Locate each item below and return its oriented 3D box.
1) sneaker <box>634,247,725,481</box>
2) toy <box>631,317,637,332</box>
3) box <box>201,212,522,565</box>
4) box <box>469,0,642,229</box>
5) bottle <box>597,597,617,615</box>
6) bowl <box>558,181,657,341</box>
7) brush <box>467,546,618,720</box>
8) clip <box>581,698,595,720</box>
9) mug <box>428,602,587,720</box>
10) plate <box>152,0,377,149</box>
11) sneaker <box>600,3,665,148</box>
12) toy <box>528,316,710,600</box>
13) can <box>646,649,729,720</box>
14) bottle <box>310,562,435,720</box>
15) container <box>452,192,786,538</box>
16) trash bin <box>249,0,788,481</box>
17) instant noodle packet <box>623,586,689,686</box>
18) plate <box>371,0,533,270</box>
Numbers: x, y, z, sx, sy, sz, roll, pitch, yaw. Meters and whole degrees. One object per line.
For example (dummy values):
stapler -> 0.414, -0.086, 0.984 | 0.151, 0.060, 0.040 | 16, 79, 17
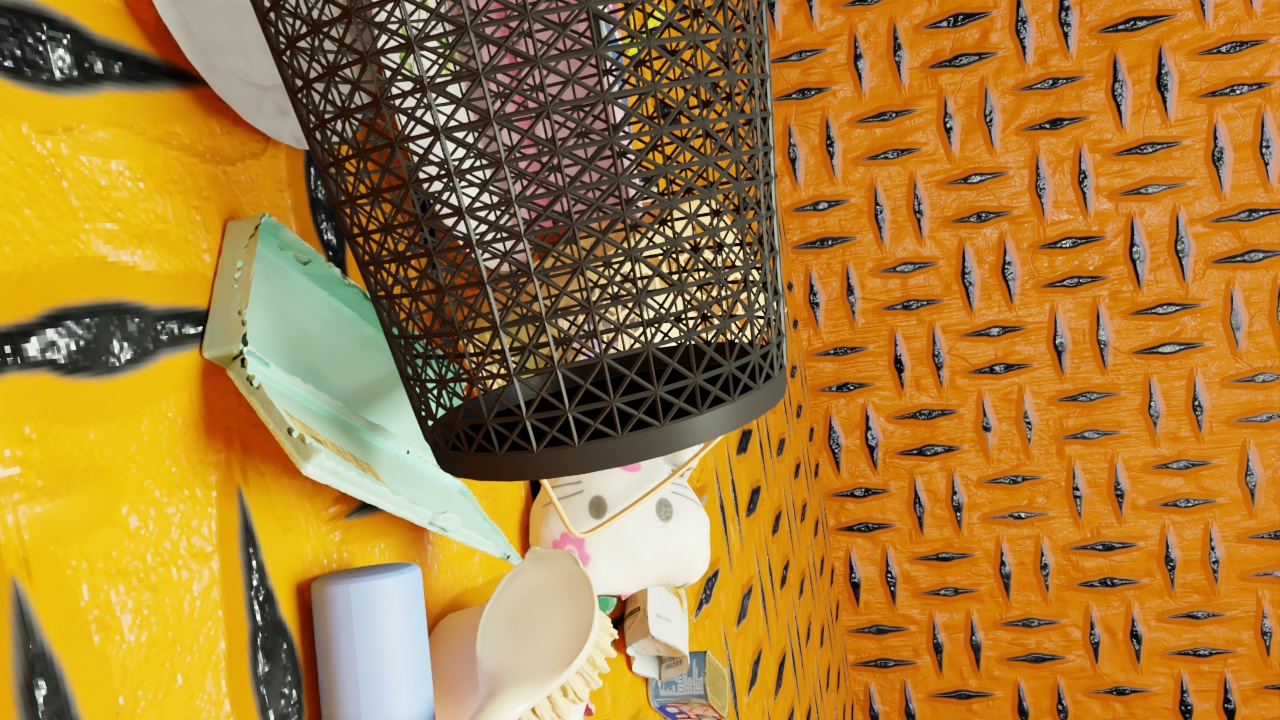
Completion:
sneaker -> 0.020, 0.016, 0.774 | 0.079, 0.087, 0.236 | -73, 177, -78
toy -> -0.011, -0.020, 0.843 | 0.087, 0.050, 0.112 | -47, 129, -73
box -> -0.123, 0.028, 0.434 | 0.187, 0.056, 0.138 | 51, 17, -60
box -> -0.069, -0.200, 0.579 | 0.173, 0.075, 0.233 | -147, -137, -71
bottle -> -0.028, 0.156, 0.721 | 0.109, 0.043, 0.043 | -60, 139, -67
bowl -> -0.031, -0.082, 0.748 | 0.132, 0.064, 0.132 | 16, 88, -84
brush -> -0.083, 0.160, 0.352 | 0.271, 0.062, 0.077 | -37, 113, -61
clip -> -0.046, 0.239, 0.658 | 0.041, 0.023, 0.059 | -77, 160, -57
mug -> -0.065, 0.188, 0.510 | 0.090, 0.076, 0.124 | -80, 156, -47
plate -> -0.174, -0.180, 0.409 | 0.172, 0.019, 0.173 | -7, 90, -74
sneaker -> -0.038, -0.236, 0.731 | 0.091, 0.116, 0.241 | 17, 60, -62
toy -> -0.021, 0.072, 0.666 | 0.086, 0.137, 0.209 | 121, -29, -61
can -> 0.048, 0.312, 0.879 | 0.100, 0.059, 0.053 | 61, 27, -54
bottle -> -0.115, 0.158, 0.404 | 0.048, 0.048, 0.131 | 6, 77, -73
container -> -0.003, 0.003, 0.586 | 0.183, 0.129, 0.167 | -36, 111, -28
trash bin -> -0.038, -0.092, 0.395 | 0.216, 0.217, 0.243 | -45, 124, -70
instant noodle packet -> 0.021, 0.151, 0.859 | 0.147, 0.057, 0.268 | 83, 9, -52
plate -> -0.118, -0.167, 0.572 | 0.229, 0.030, 0.229 | -8, 89, -76
